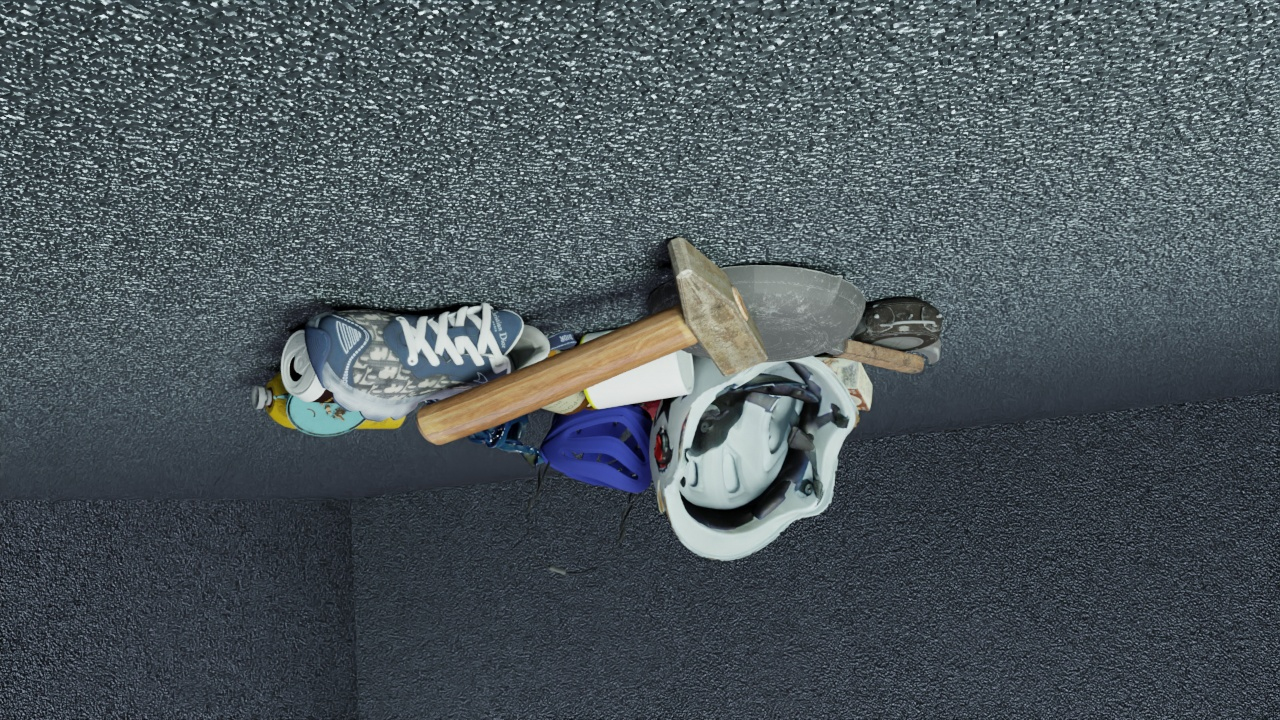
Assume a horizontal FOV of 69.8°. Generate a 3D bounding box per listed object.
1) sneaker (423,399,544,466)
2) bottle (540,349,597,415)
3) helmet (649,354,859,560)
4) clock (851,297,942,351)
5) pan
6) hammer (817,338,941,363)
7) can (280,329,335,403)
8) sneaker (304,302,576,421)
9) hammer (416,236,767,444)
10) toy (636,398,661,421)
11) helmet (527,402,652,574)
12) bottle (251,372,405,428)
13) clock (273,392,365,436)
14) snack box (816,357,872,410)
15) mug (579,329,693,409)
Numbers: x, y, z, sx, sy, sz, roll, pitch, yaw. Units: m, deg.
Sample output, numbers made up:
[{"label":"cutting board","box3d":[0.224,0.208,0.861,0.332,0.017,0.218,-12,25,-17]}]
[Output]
[{"label":"sneaker","box3d":[-0.192,0.061,1.088,0.121,0.127,0.294,-5,168,9]},{"label":"bottle","box3d":[-0.090,0.024,1.025,0.068,0.067,0.156,-12,159,33]},{"label":"helmet","box3d":[0.110,0.091,1.093,0.236,0.264,0.163,13,-165,-28]},{"label":"clock","box3d":[0.272,-0.040,0.975,0.091,0.043,0.123,-1,166,-2]},{"label":"pan","box3d":[0.169,-0.020,0.906,0.356,0.040,0.208,15,159,-34]},{"label":"hammer","box3d":[0.258,0.001,1.207,0.119,0.030,0.332,13,164,-23]},{"label":"can","box3d":[-0.274,0.008,0.891,0.072,0.072,0.128,-13,167,36]},{"label":"sneaker","box3d":[-0.171,-0.013,0.828,0.133,0.103,0.269,-26,162,23]},{"label":"hammer","box3d":[-0.057,0.004,0.770,0.301,0.037,0.158,-22,146,13]},{"label":"toy","box3d":[0.060,0.051,1.340,0.137,0.067,0.106,-11,167,-12]},{"label":"helmet","box3d":[-0.064,0.155,1.165,0.147,0.227,0.242,20,160,-7]},{"label":"bottle","box3d":[-0.359,0.044,1.056,0.163,0.071,0.071,3,167,-40]},{"label":"clock","box3d":[-0.318,0.029,0.975,0.124,0.053,0.090,-27,138,-3]},{"label":"snack box","box3d":[0.226,0.030,1.221,0.147,0.041,0.143,3,168,21]},{"label":"mug","box3d":[-0.004,0.004,0.979,0.106,0.082,0.082,-9,169,15]}]
